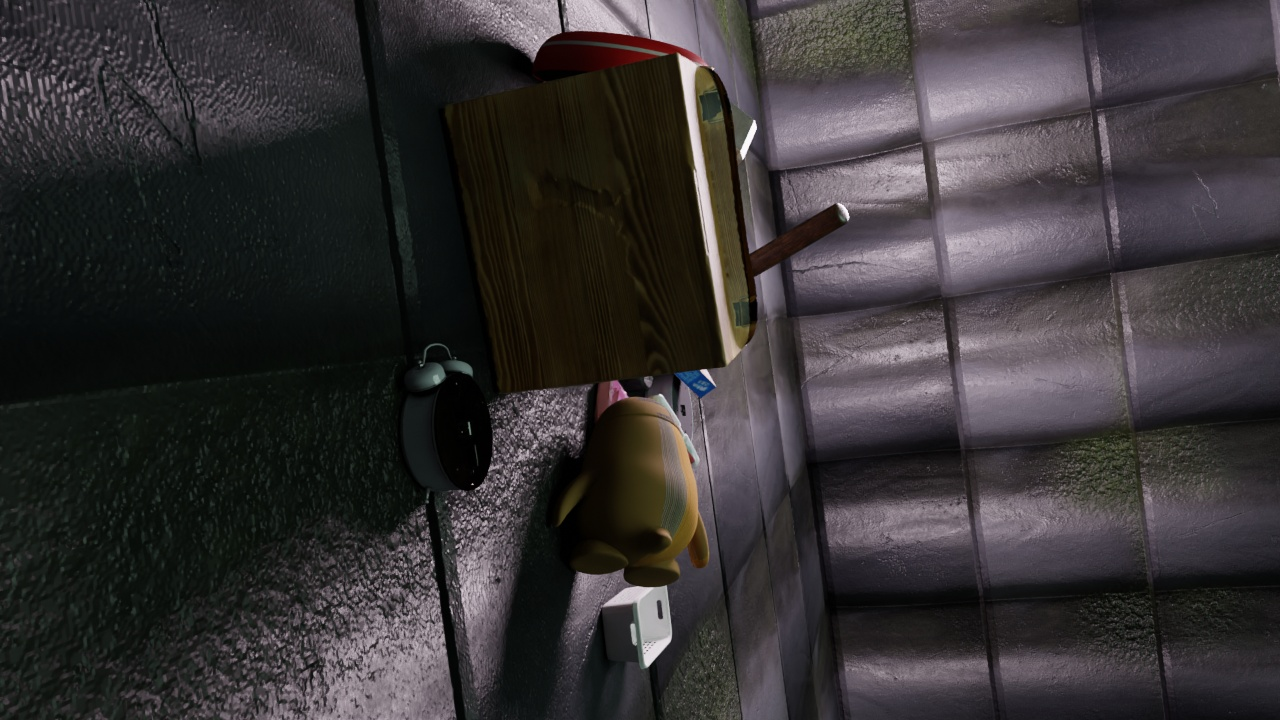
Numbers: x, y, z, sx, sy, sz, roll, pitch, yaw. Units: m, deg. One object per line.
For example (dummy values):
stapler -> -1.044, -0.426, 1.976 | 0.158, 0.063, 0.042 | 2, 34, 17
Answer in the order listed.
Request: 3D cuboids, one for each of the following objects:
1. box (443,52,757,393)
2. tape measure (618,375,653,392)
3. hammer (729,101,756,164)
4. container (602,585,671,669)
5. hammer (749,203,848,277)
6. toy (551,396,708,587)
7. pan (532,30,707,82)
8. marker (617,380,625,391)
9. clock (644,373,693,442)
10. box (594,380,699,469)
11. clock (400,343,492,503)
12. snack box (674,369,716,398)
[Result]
box -> -0.013, -0.134, 0.905 | 0.215, 0.258, 0.279 | -29, 111, -70
tape measure -> -0.007, 0.007, 1.252 | 0.071, 0.042, 0.072 | -84, 162, -47
hammer -> 0.029, -0.177, 1.116 | 0.083, 0.163, 0.316 | 34, 50, -12
container -> -0.005, 0.316, 1.108 | 0.129, 0.050, 0.080 | 2, 81, -74
hammer -> 0.141, -0.160, 1.287 | 0.217, 0.302, 0.037 | 33, 50, -26
toy -> -0.010, 0.138, 1.039 | 0.198, 0.163, 0.203 | 20, 52, -26
pan -> -0.027, -0.341, 1.129 | 0.356, 0.209, 0.067 | -123, -139, -78
marker -> -0.046, 0.016, 1.167 | 0.022, 0.016, 0.138 | 56, 1, 32
clock -> 0.045, 0.088, 1.391 | 0.122, 0.045, 0.159 | 13, 72, -73
box -> 0.016, 0.100, 1.197 | 0.202, 0.095, 0.087 | 60, 30, -53
clock -> -0.157, 0.047, 0.736 | 0.094, 0.035, 0.122 | -12, 93, -74
snack box -> 0.051, -0.014, 1.344 | 0.151, 0.034, 0.087 | 42, 17, -48
